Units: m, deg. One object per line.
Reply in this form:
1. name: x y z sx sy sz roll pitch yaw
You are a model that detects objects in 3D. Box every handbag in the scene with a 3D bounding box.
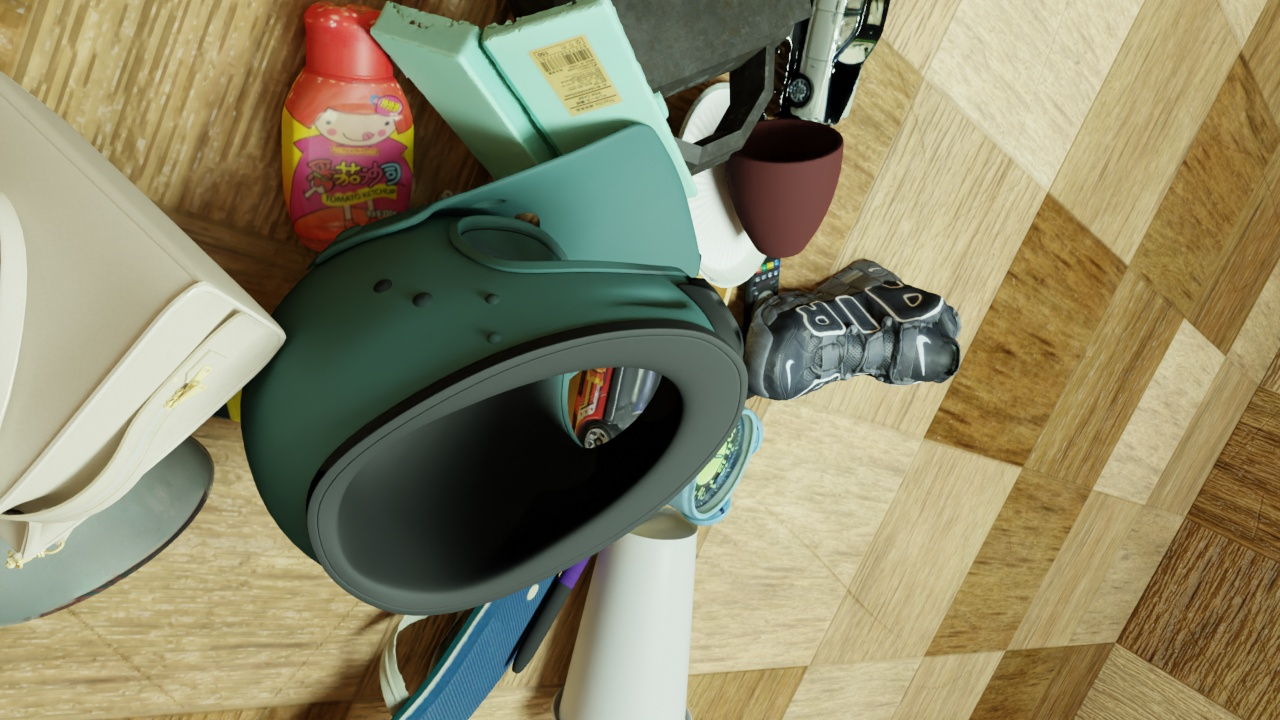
1. handbag: -0.289 -0.004 0.386 0.197 0.194 0.101 -48 167 -8
2. handbag: 0.019 -0.220 0.596 0.196 0.102 0.199 -29 113 -27

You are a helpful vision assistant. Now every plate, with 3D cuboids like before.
1. plate: 0.067 -0.136 0.720 0.156 0.014 0.157 -12 105 -51

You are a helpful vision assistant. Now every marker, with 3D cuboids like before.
1. marker: -0.073 0.205 0.783 0.015 0.018 0.133 34 70 -10

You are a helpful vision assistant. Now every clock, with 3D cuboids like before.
1. clock: 0.054 0.080 0.786 0.118 0.060 0.162 -64 151 -3

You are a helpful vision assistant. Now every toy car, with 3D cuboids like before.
1. toy car: 0.150 -0.271 0.703 0.093 0.071 0.192 -15 123 -46
2. toy car: -0.004 0.004 0.654 0.081 0.056 0.189 2 105 -56

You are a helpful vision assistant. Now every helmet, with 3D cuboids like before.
1. helmet: -0.075 -0.006 0.494 0.274 0.200 0.176 -27 130 -3

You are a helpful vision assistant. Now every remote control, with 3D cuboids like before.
1. remote control: 0.107 -0.034 0.840 0.045 0.021 0.141 -22 123 -44

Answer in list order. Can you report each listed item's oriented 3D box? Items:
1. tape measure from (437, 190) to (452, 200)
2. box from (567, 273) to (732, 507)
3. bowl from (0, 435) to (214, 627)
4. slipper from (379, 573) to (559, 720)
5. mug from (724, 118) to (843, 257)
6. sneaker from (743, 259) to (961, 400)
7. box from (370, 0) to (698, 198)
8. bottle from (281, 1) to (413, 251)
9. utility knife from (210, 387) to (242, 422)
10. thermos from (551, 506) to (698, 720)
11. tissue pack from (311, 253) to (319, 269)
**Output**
1. tape measure: -0.120 -0.073 0.613 0.060 0.020 0.062 26 95 -47
2. box: -0.033 0.024 0.717 0.252 0.068 0.247 -4 116 -47
3. bowl: -0.309 0.069 0.481 0.150 0.057 0.151 -38 160 -17
4. slipper: -0.159 0.245 0.718 0.293 0.060 0.118 -49 152 -36
5. mug: 0.108 -0.134 0.708 0.087 0.113 0.088 -2 125 3
6. sneaker: 0.207 -0.010 0.832 0.251 0.151 0.097 -26 125 -42
7. box: -0.051 -0.135 0.531 0.187 0.139 0.052 47 56 -63
8. bottle: -0.165 -0.131 0.521 0.071 0.048 0.134 -11 119 -37
9. utility knife: -0.266 0.017 0.534 0.172 0.020 0.029 15 99 -47
10. thermos: -0.005 0.248 0.832 0.131 0.132 0.222 -3 107 -41
11. tissue pack: -0.171 -0.006 0.584 0.114 0.034 0.099 25 81 -49
